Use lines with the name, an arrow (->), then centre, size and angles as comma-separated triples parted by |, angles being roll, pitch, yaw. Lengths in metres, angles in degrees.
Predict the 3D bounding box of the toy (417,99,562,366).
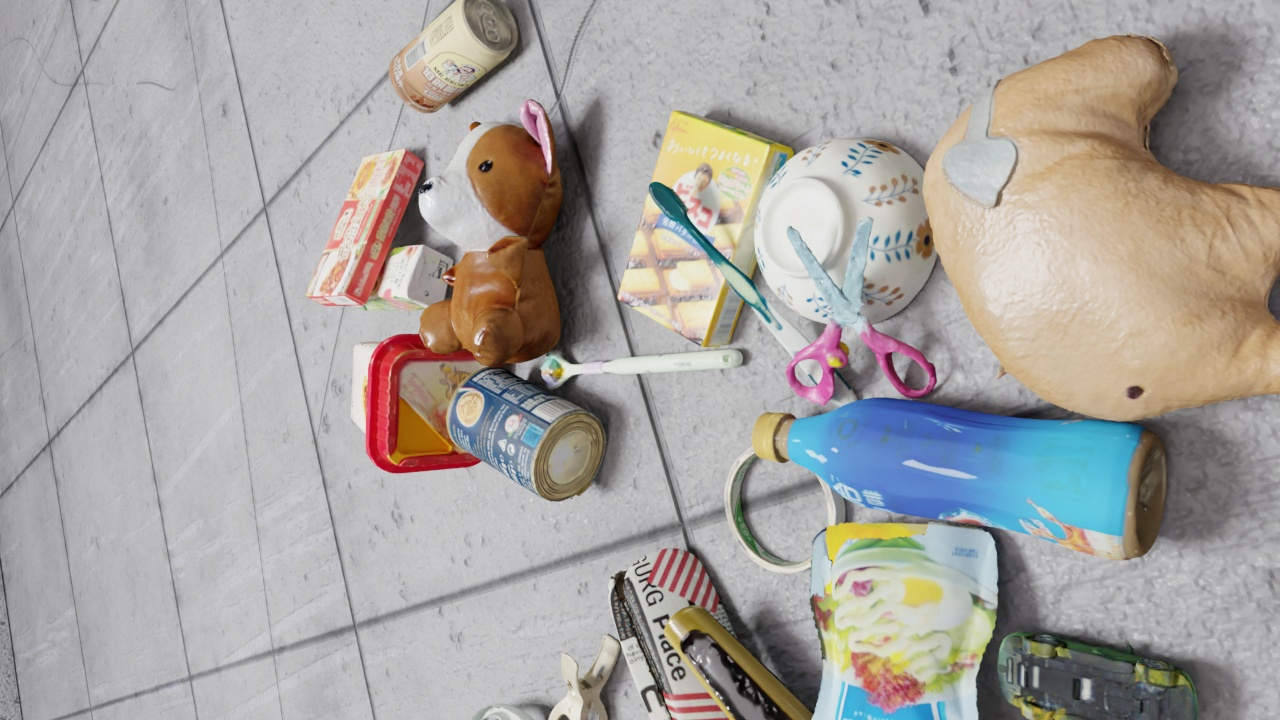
toy -> -0.118, -0.098, 0.715 | 0.140, 0.130, 0.199 | 10, 90, 48

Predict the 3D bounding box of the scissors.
scissors -> 0.124, -0.021, 0.512 | 0.113, 0.017, 0.135 | 16, 133, 15

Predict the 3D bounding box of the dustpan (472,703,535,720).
dustpan -> -0.067, 0.416, 0.743 | 0.258, 0.142, 0.223 | 35, 131, 5

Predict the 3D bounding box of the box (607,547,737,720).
box -> 0.037, 0.209, 0.630 | 0.088, 0.076, 0.162 | -29, 69, 17

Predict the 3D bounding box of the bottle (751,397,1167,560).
bottle -> 0.157, 0.054, 0.498 | 0.219, 0.065, 0.065 | 7, 97, 43

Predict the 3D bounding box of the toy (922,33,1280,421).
toy -> 0.222, -0.037, 0.421 | 0.144, 0.082, 0.226 | -45, 65, 37

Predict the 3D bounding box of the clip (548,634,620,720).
clip -> -0.045, 0.265, 0.718 | 0.035, 0.071, 0.100 | 24, 115, 41

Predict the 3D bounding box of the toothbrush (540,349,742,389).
toothbrush -> -0.004, 0.004, 0.676 | 0.190, 0.020, 0.029 | -4, 89, 41

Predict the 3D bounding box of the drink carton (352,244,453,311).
drink carton -> -0.231, -0.075, 0.863 | 0.123, 0.045, 0.053 | 2, 74, 43

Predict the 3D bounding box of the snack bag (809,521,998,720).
snack bag -> 0.139, 0.185, 0.500 | 0.110, 0.039, 0.190 | -3, 70, 29

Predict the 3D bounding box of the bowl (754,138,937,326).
bowl -> 0.110, -0.076, 0.537 | 0.114, 0.062, 0.113 | 2, 92, 42

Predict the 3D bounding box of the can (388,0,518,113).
can -> -0.160, -0.260, 0.779 | 0.117, 0.058, 0.058 | -20, 79, 42

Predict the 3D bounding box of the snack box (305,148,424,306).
snack box -> -0.259, -0.124, 0.860 | 0.075, 0.025, 0.152 | 4, 70, 43

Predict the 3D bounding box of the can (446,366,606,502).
can -> -0.090, 0.057, 0.721 | 0.111, 0.075, 0.075 | 23, 108, 40

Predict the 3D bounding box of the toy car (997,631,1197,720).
toy car -> 0.227, 0.162, 0.458 | 0.091, 0.036, 0.043 | 5, 95, 45

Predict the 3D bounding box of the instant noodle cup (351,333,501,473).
instant noodle cup -> -0.195, 0.029, 0.803 | 0.124, 0.116, 0.117 | 15, 103, 54

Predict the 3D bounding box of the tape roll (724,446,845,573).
tape roll -> 0.092, 0.094, 0.596 | 0.086, 0.013, 0.086 | 3, 95, 43

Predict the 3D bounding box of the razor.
razor -> 0.079, 0.221, 0.568 | 0.167, 0.067, 0.062 | 45, 100, 21

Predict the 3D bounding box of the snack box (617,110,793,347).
snack box -> 0.041, -0.089, 0.620 | 0.087, 0.033, 0.140 | 32, 112, 37

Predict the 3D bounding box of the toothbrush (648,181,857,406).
toothbrush -> 0.071, -0.042, 0.576 | 0.191, 0.018, 0.016 | 49, 116, 7
